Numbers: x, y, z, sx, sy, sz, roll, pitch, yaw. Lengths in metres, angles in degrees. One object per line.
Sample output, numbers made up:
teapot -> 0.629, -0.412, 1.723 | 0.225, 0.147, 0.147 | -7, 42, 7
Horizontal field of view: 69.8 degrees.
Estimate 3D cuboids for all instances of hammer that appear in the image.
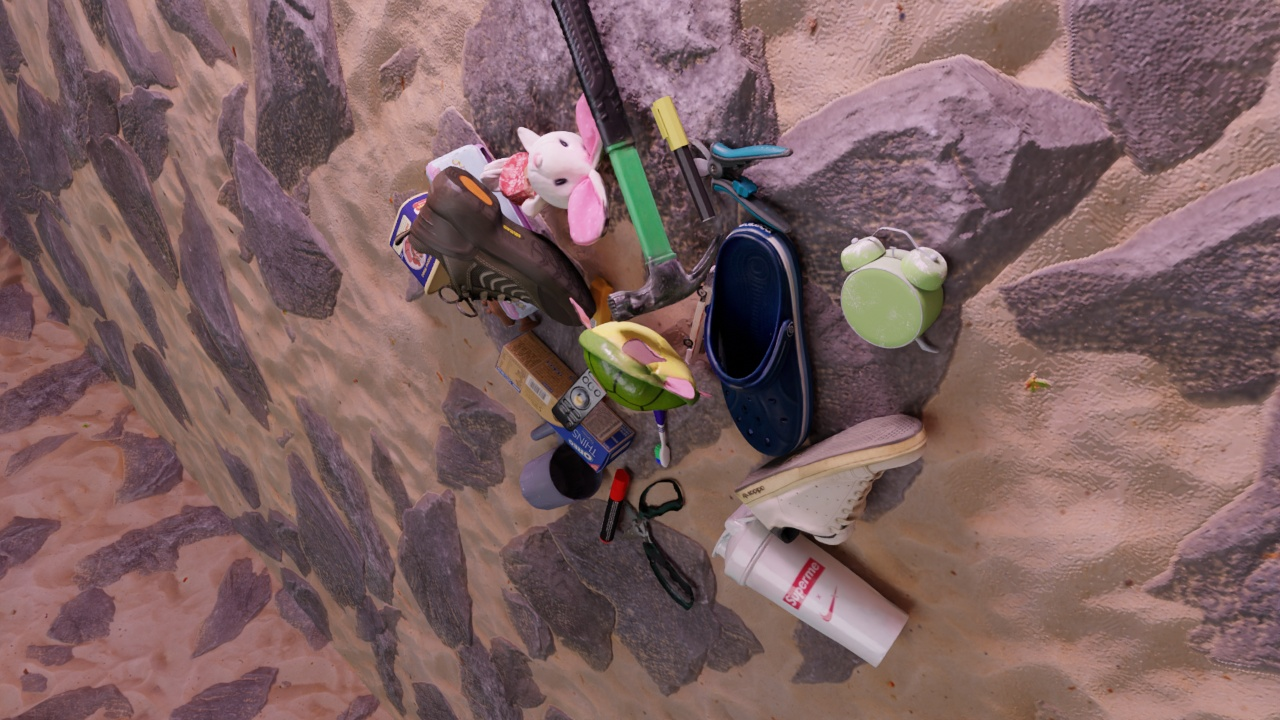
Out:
hammer -> -0.017, -0.207, 0.904 | 0.032, 0.130, 0.319 | 180, 70, -78

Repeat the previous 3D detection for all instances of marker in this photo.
marker -> 0.042, -0.194, 0.891 | 0.017, 0.021, 0.124 | -11, 102, 66
marker -> -0.038, 0.205, 1.278 | 0.023, 0.021, 0.145 | -105, 20, -43

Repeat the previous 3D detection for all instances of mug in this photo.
mug -> -0.118, 0.145, 1.294 | 0.104, 0.083, 0.124 | -29, 72, 54

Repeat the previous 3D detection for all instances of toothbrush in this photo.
toothbrush -> 0.021, 0.056, 1.121 | 0.016, 0.015, 0.187 | 24, 133, 39

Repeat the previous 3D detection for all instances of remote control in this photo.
remote control -> -0.056, 0.029, 1.134 | 0.041, 0.020, 0.152 | 48, 118, 8

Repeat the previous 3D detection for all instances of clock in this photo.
clock -> 0.221, -0.060, 0.803 | 0.094, 0.042, 0.119 | 17, 129, 37

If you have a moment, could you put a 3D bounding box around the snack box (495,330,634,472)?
snack box -> -0.102, 0.054, 1.216 | 0.207, 0.056, 0.057 | 44, 139, 13

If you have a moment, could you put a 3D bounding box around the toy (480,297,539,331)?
toy -> -0.183, -0.076, 1.217 | 0.055, 0.041, 0.102 | -35, 82, 30

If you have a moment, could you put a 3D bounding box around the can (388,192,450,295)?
can -> -0.288, -0.160, 1.250 | 0.092, 0.056, 0.117 | 50, 142, 7

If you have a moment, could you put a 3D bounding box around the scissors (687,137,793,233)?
scissors -> 0.095, -0.177, 0.857 | 0.155, 0.019, 0.125 | 53, 148, 12

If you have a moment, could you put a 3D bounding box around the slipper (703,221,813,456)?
slipper -> 0.108, -0.012, 0.919 | 0.105, 0.095, 0.253 | 14, 124, 37

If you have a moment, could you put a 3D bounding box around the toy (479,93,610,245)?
toy -> -0.096, -0.205, 0.991 | 0.195, 0.084, 0.159 | 10, 96, 45

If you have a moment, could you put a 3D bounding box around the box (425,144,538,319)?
box -> -0.185, -0.150, 1.119 | 0.089, 0.092, 0.214 | -20, 102, 51

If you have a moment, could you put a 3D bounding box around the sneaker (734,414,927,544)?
sneaker -> 0.198, 0.133, 0.926 | 0.242, 0.088, 0.102 | -32, 88, 51

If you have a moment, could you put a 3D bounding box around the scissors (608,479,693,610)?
scissors -> 0.031, 0.241, 1.248 | 0.201, 0.015, 0.202 | 51, 143, 8

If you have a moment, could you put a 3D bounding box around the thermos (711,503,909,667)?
thermos -> 0.190, 0.247, 1.035 | 0.220, 0.099, 0.100 | 32, 137, 19

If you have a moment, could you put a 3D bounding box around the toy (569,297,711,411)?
toy -> -0.006, 0.006, 0.979 | 0.190, 0.087, 0.238 | 31, 176, -16

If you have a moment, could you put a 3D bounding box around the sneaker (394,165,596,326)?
sneaker -> -0.170, -0.088, 1.026 | 0.143, 0.101, 0.238 | -42, 117, 17

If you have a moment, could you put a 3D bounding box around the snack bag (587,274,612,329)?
snack bag -> -0.049, -0.059, 1.104 | 0.026, 0.020, 0.099 | 38, 140, 32

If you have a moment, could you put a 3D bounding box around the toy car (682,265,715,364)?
toy car -> 0.073, -0.045, 0.976 | 0.039, 0.039, 0.113 | 20, 134, 8
